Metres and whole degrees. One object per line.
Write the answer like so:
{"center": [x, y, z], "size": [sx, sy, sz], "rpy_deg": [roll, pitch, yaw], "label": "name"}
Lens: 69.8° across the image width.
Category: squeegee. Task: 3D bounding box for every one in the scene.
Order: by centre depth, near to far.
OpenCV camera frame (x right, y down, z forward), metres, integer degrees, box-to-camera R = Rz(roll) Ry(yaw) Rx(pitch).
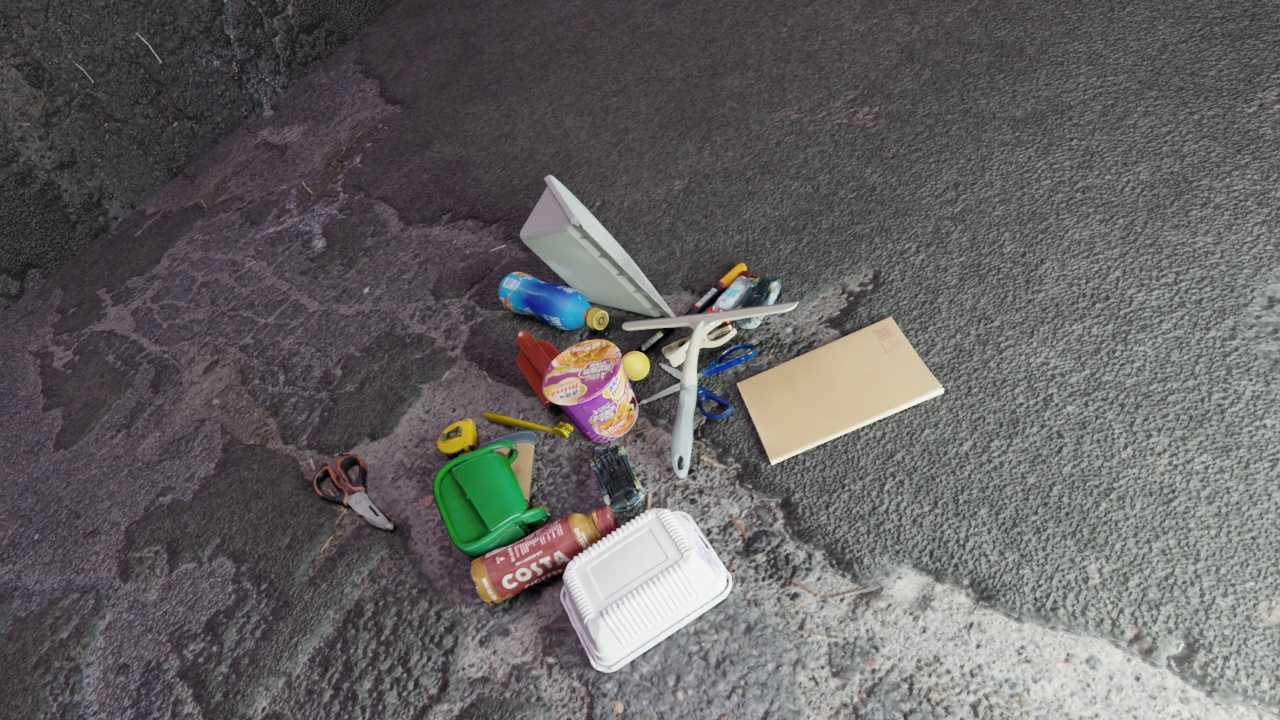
{"center": [0.062, 0.029, 1.140], "size": [0.247, 0.039, 0.246], "rpy_deg": [-5, 55, 25], "label": "squeegee"}

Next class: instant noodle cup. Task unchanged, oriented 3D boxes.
{"center": [-0.005, 0.231, 0.984], "size": [0.173, 0.060, 0.138], "rpy_deg": [-31, 39, -5], "label": "instant noodle cup"}
{"center": [-0.057, 0.045, 1.186], "size": [0.112, 0.099, 0.111], "rpy_deg": [-18, 40, 15], "label": "instant noodle cup"}

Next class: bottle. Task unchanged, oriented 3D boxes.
{"center": [-0.107, 0.221, 1.056], "size": [0.175, 0.057, 0.057], "rpy_deg": [-26, 39, 4], "label": "bottle"}
{"center": [-0.131, -0.086, 1.401], "size": [0.219, 0.065, 0.065], "rpy_deg": [20, 59, 42], "label": "bottle"}

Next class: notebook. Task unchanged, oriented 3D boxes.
{"center": [0.232, 0.031, 1.100], "size": [0.211, 0.012, 0.149], "rpy_deg": [-24, 38, 6], "label": "notebook"}

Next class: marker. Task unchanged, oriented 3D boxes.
{"center": [0.000, -0.010, 1.282], "size": [0.124, 0.015, 0.018], "rpy_deg": [-40, 36, -18], "label": "marker"}
{"center": [0.106, -0.095, 1.312], "size": [0.123, 0.015, 0.018], "rpy_deg": [-42, 43, -12], "label": "marker"}

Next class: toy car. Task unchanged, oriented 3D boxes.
{"center": [-0.028, 0.145, 1.113], "size": [0.049, 0.031, 0.105], "rpy_deg": [-29, 37, 0], "label": "toy car"}
{"center": [0.159, -0.078, 1.244], "size": [0.043, 0.034, 0.090], "rpy_deg": [11, 55, 35], "label": "toy car"}

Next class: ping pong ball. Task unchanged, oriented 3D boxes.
{"center": [-0.007, 0.007, 1.244], "size": [0.040, 0.040, 0.040], "rpy_deg": [-17, 40, 14], "label": "ping pong ball"}

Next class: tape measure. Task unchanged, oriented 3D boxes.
{"center": [-0.258, 0.111, 1.290], "size": [0.057, 0.029, 0.060], "rpy_deg": [-24, 39, 7], "label": "tape measure"}

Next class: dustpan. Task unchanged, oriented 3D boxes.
{"center": [-0.056, -0.182, 1.346], "size": [0.258, 0.222, 0.142], "rpy_deg": [9, 63, 51], "label": "dustpan"}

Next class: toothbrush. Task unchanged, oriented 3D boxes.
{"center": [-0.154, 0.084, 1.245], "size": [0.190, 0.016, 0.016], "rpy_deg": [6, 43, 48], "label": "toothbrush"}

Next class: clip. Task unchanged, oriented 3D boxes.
{"center": [0.078, -0.027, 1.231], "size": [0.100, 0.035, 0.076], "rpy_deg": [-33, 20, -2], "label": "clip"}

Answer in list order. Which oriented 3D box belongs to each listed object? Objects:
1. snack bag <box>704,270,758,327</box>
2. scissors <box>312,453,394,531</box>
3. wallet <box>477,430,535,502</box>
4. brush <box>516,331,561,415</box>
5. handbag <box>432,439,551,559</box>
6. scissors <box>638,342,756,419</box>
{"center": [0.131, -0.088, 1.277], "size": [0.045, 0.026, 0.105], "rpy_deg": [21, 60, 38], "label": "snack bag"}
{"center": [-0.392, 0.183, 1.301], "size": [0.211, 0.015, 0.176], "rpy_deg": [-9, 42, 23], "label": "scissors"}
{"center": [-0.180, 0.149, 1.200], "size": [0.090, 0.033, 0.115], "rpy_deg": [-19, 41, 16], "label": "wallet"}
{"center": [-0.136, 0.009, 1.296], "size": [0.063, 0.069, 0.146], "rpy_deg": [-33, 39, -8], "label": "brush"}
{"center": [-0.182, 0.174, 1.120], "size": [0.120, 0.068, 0.131], "rpy_deg": [-31, 56, 1], "label": "handbag"}
{"center": [0.077, 0.028, 1.190], "size": [0.176, 0.012, 0.162], "rpy_deg": [-30, 36, 5], "label": "scissors"}
